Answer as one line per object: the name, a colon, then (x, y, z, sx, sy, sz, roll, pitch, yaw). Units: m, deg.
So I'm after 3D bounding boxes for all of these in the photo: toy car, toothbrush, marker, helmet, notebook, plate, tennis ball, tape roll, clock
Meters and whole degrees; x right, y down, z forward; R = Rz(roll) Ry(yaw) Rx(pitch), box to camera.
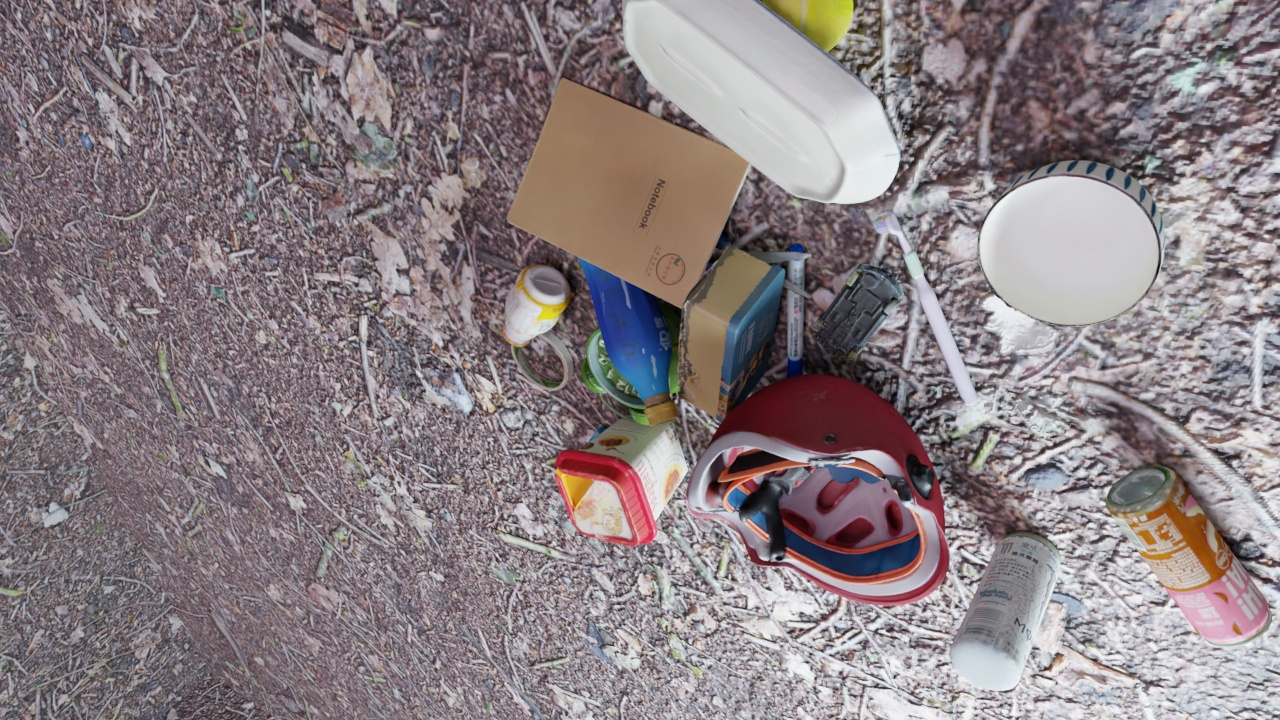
toy car: (0.190, -0.043, 0.800, 0.049, 0.031, 0.106, 38, 140, 9)
toothbrush: (0.243, -0.039, 0.770, 0.021, 0.029, 0.189, -28, 107, 9)
marker: (0.144, -0.041, 0.852, 0.017, 0.016, 0.146, 17, 131, 30)
helmet: (0.178, 0.107, 0.852, 0.240, 0.143, 0.208, 37, 139, -13)
notebook: (-0.016, -0.156, 0.844, 0.208, 0.008, 0.148, 28, 103, 20)
plate: (0.079, -0.208, 0.707, 0.266, 0.034, 0.162, 41, 167, 7)
tennis ball: (0.121, -0.254, 0.666, 0.065, 0.065, 0.066, 22, 134, 25)
tape roll: (-0.118, -0.003, 1.103, 0.086, 0.013, 0.086, 22, 133, 25)
clock: (-0.006, 0.006, 0.984, 0.116, 0.056, 0.162, 35, 138, 14)

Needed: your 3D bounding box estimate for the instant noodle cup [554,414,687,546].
instant noodle cup: (-0.016, 0.129, 1.039, 0.117, 0.123, 0.116, 5, 123, 37)

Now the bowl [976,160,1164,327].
bowl: (0.304, -0.089, 0.643, 0.116, 0.066, 0.117, 21, 133, 24)

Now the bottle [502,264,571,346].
bottle: (-0.121, -0.058, 1.024, 0.063, 0.063, 0.109, 44, 138, 3)

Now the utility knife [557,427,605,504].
utility knife: (-0.075, 0.144, 1.180, 0.034, 0.018, 0.188, 50, 141, 13)

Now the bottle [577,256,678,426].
bottle: (-0.012, -0.044, 0.886, 0.065, 0.065, 0.218, -25, 80, 47)

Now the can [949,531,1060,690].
can: (0.324, 0.218, 0.809, 0.058, 0.146, 0.058, 22, 133, 26)

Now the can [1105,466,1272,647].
can: (0.437, 0.156, 0.733, 0.147, 0.057, 0.058, 52, 139, -7)

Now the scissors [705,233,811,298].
scissors: (0.081, -0.094, 0.856, 0.163, 0.012, 0.161, 47, 143, 7)

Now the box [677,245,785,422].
box: (0.081, -0.024, 0.840, 0.061, 0.089, 0.185, 30, 154, 17)
